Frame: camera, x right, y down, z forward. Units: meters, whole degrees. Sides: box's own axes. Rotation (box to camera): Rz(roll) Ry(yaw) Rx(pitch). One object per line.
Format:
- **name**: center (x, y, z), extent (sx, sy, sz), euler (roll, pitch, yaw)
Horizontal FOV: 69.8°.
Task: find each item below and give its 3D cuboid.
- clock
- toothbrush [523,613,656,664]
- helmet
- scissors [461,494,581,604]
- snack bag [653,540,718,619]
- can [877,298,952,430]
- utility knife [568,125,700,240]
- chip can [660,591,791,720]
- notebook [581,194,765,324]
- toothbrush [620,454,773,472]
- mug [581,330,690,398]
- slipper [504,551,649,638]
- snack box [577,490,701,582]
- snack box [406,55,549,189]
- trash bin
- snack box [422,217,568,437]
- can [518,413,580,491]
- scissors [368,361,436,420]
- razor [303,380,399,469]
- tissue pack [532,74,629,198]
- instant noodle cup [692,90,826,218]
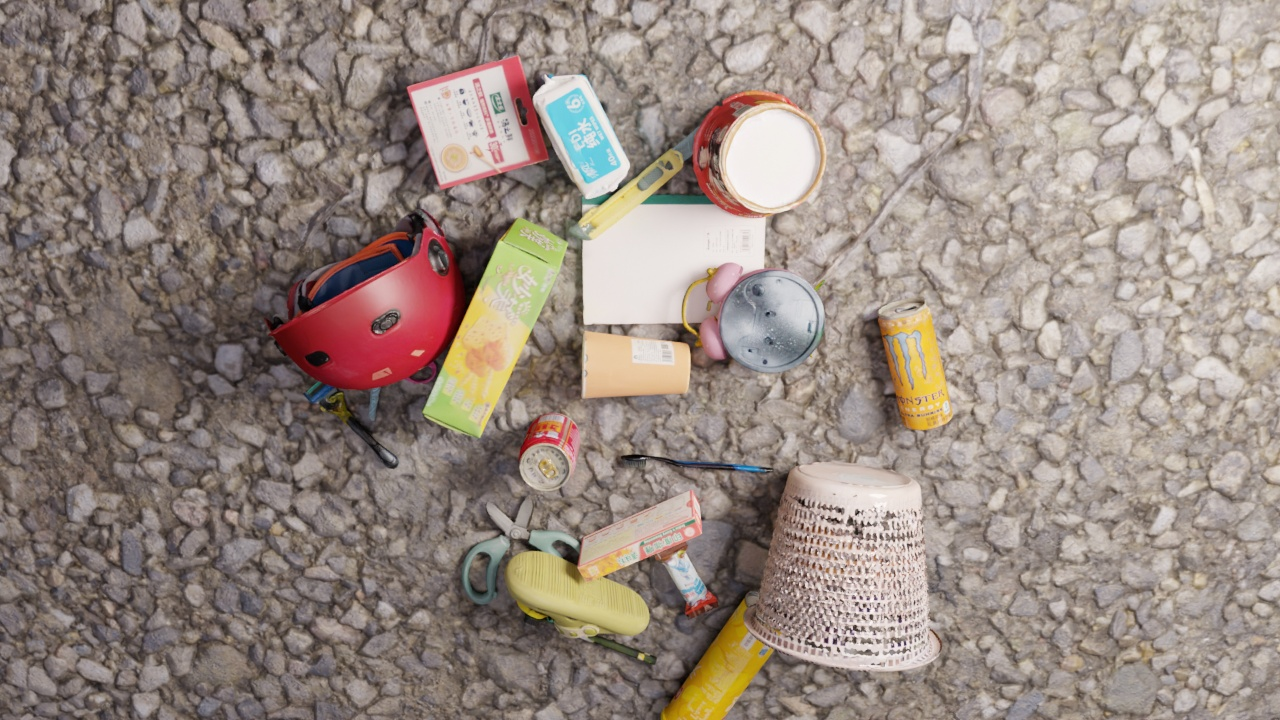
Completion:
- **clock**: center (0.125, -0.051, 1.033), extent (0.158, 0.059, 0.117), euler (6, 106, -3)
- **toothbrush**: center (-0.066, 0.368, 1.210), extent (0.186, 0.012, 0.017), euler (21, 113, -5)
- **helmet**: center (-0.275, -0.043, 0.970), extent (0.207, 0.239, 0.144), euler (-28, 112, 7)
- **scissors**: center (-0.140, 0.256, 1.173), extent (0.179, 0.019, 0.170), euler (24, 106, -5)
- **snack bag**: center (0.059, 0.279, 1.171), extent (0.048, 0.026, 0.104), euler (-26, 106, -3)
- **can**: center (0.317, 0.005, 1.059), extent (0.058, 0.058, 0.146), euler (-16, 107, 6)
- **utility knife**: center (0.009, -0.202, 1.020), extent (0.213, 0.022, 0.031), euler (-40, 104, 1)
- **chip can**: center (0.108, 0.401, 1.184), extent (0.072, 0.072, 0.214), euler (29, 106, -8)
- **notebook**: center (0.038, -0.115, 1.052), extent (0.209, 0.012, 0.150), euler (0, 106, 1)
- **toothbrush**: center (0.070, 0.130, 1.129), extent (0.189, 0.014, 0.016), euler (5, 109, -1)
- **mug**: center (-0.006, 0.006, 1.063), extent (0.122, 0.078, 0.078), euler (1, 108, -4)
- **slipper**: center (-0.084, 0.306, 1.133), extent (0.190, 0.091, 0.082), euler (21, 108, -10)
- **snack box**: center (-0.001, 0.214, 1.124), extent (0.156, 0.077, 0.027), euler (-25, 105, 9)
- **snack box**: center (-0.172, -0.258, 0.995), extent (0.127, 0.044, 0.113), euler (-13, 106, 7)
- **trash bin**: center (0.240, 0.226, 1.065), extent (0.227, 0.227, 0.192), euler (4, 95, 0)
- **snack box**: center (-0.155, -0.040, 1.005), extent (0.070, 0.157, 0.210), euler (25, 106, -8)
- **can**: center (-0.107, 0.108, 1.084), extent (0.066, 0.093, 0.066), euler (0, 107, 1)
- **scissors**: center (-0.306, 0.011, 1.097), extent (0.135, 0.017, 0.133), euler (9, 104, -6)
- **razor**: center (-0.347, 0.079, 1.120), extent (0.143, 0.022, 0.042), euler (50, 64, -14)
- **tissue pack**: center (-0.063, -0.240, 0.974), extent (0.063, 0.090, 0.140), euler (-26, 106, 9)
- **instant noodle cup**: center (0.127, -0.213, 0.962), extent (0.138, 0.108, 0.138), euler (-1, 105, -2)
